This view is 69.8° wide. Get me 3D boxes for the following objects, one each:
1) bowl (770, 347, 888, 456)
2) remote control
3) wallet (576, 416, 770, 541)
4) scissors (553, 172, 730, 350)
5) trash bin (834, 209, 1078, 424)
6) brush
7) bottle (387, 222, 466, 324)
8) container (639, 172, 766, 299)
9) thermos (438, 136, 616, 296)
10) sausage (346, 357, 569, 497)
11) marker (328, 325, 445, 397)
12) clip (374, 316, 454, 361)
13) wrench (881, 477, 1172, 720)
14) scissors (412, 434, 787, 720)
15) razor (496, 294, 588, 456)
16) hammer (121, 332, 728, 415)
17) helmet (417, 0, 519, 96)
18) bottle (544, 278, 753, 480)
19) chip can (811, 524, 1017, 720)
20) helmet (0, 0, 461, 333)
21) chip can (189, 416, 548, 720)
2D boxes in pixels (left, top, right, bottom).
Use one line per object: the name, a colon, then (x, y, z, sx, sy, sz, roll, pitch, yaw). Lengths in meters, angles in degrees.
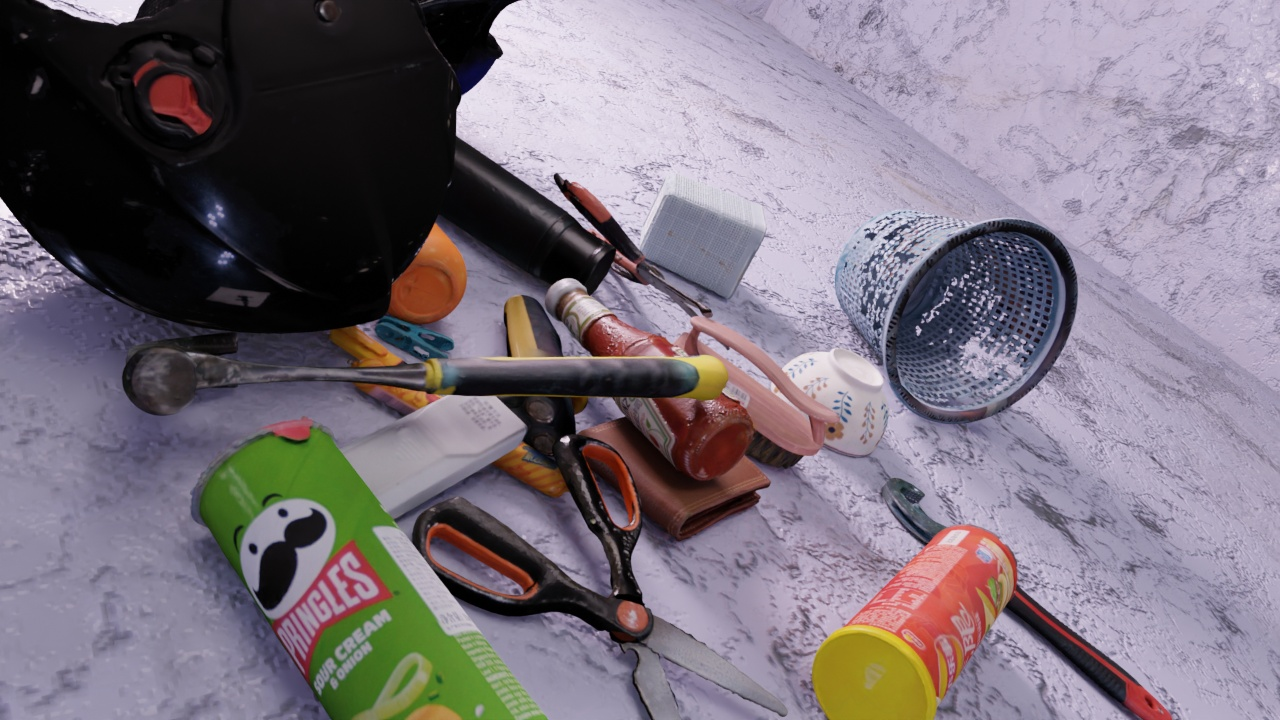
bowl: (0.183, 0.028, 0.846, 0.113, 0.062, 0.113, 22, 28, -13)
remote control: (-0.123, 0.052, 0.521, 0.049, 0.024, 0.124, 41, 41, 17)
wallet: (0.023, 0.074, 0.647, 0.101, 0.032, 0.124, 40, 28, 25)
scissors: (-0.004, -0.087, 0.820, 0.226, 0.015, 0.189, 48, -8, -6)
trash bin: (0.325, -0.072, 1.021, 0.226, 0.227, 0.195, 17, 17, -23)
brush: (0.086, 0.028, 0.738, 0.145, 0.073, 0.063, 35, 27, 5)
bottle: (-0.174, -0.085, 0.690, 0.066, 0.067, 0.149, 13, 25, -30)
container: (0.064, -0.138, 0.979, 0.111, 0.090, 0.090, 23, 28, -9)
thermos: (-0.137, -0.138, 0.822, 0.242, 0.068, 0.090, 35, -5, 5)
sausage: (-0.112, 0.042, 0.574, 0.165, 0.021, 0.021, 30, 27, -2)
marker: (-0.149, 0.012, 0.596, 0.124, 0.015, 0.018, 34, 32, 3)
clip: (-0.156, -0.015, 0.636, 0.055, 0.013, 0.038, 25, 27, -13)
wrench: (0.303, 0.191, 0.740, 0.273, 0.016, 0.056, 43, 30, 24)
scissors: (-0.018, 0.124, 0.509, 0.221, 0.022, 0.228, 19, 39, -14)
razor: (-0.079, 0.001, 0.653, 0.067, 0.062, 0.167, -11, 33, -8)
hammer: (-0.101, 0.007, 0.510, 0.322, 0.032, 0.126, 1, 5, -27)
helmet: (-0.233, -0.365, 0.890, 0.314, 0.241, 0.247, -14, 49, -39)
bottle: (-0.004, 0.004, 0.657, 0.059, 0.060, 0.206, 1, 31, -43)
chip can: (0.187, 0.170, 0.600, 0.073, 0.073, 0.216, 42, 29, 21)
helmet: (-0.238, -0.129, 0.518, 0.274, 0.230, 0.234, -2, 11, -34)
chip can: (-0.101, 0.126, 0.387, 0.236, 0.072, 0.072, 44, 30, 24)
